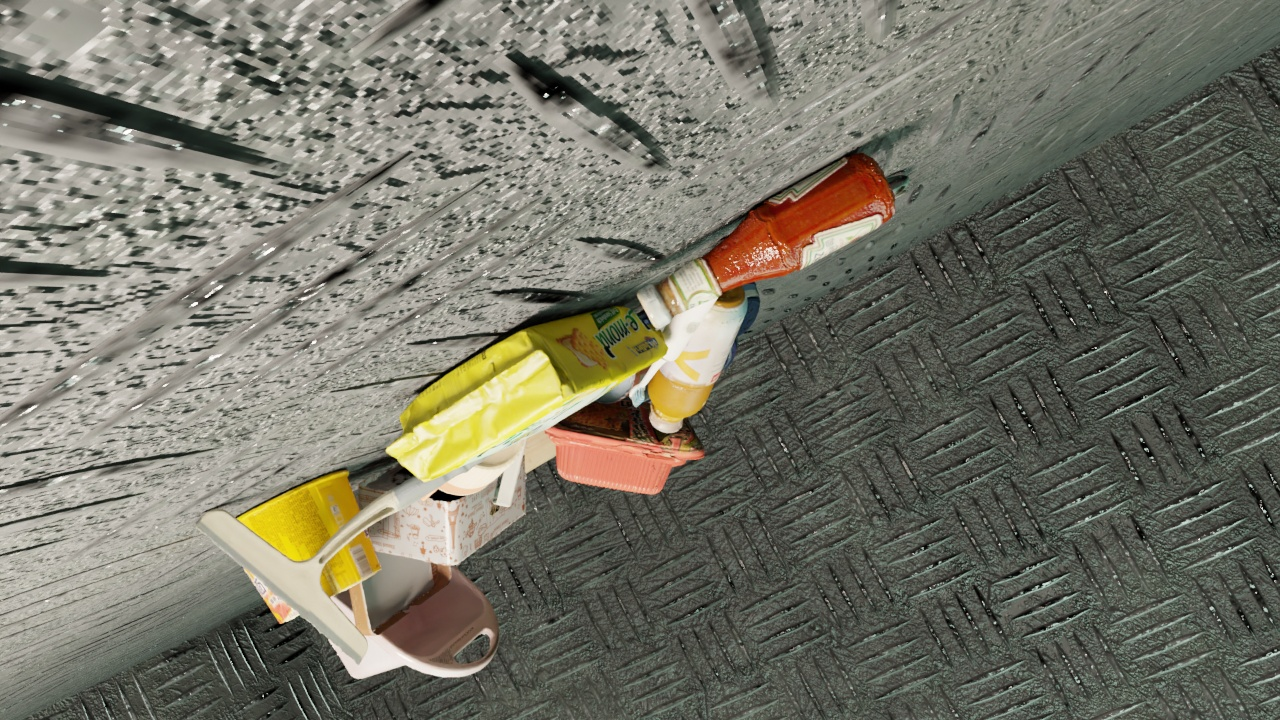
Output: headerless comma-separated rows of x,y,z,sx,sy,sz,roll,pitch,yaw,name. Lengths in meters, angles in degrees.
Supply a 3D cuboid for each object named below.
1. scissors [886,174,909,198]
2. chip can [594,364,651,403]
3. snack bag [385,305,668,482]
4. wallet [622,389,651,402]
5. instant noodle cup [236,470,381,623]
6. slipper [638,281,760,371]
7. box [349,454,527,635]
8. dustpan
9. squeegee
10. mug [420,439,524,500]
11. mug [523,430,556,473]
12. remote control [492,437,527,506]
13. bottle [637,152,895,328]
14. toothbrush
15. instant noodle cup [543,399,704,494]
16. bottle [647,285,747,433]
0.235,-0.163,1.011,0.170,0.019,0.179,-26,174,-10,scissors
-0.007,0.006,1.108,0.071,0.071,0.214,-30,176,18,chip can
-0.083,0.018,0.769,0.158,0.068,0.246,-30,176,23,snack bag
-0.019,0.030,1.225,0.120,0.097,0.019,-22,132,-39,wallet
-0.333,0.189,0.920,0.138,0.110,0.138,-28,177,-2,instant noodle cup
0.073,-0.032,1.045,0.105,0.095,0.252,-28,173,33,slipper
-0.239,0.217,1.080,0.157,0.193,0.182,4,-167,21,box
-0.302,0.281,1.169,0.139,0.273,0.222,-26,-178,20,dustpan
-0.230,0.136,0.850,0.246,0.247,0.039,-37,-137,-11,squeegee
-0.181,0.096,0.935,0.114,0.081,0.106,-42,-178,-32,mug
-0.196,0.128,1.378,0.103,0.084,0.125,-28,-160,-27,mug
-0.139,0.094,1.013,0.019,0.135,0.056,14,172,-11,remote control
0.094,-0.087,0.708,0.206,0.060,0.060,-29,176,3,bottle
0.035,-0.026,0.847,0.026,0.026,0.222,7,140,-24,toothbrush
-0.033,0.090,1.036,0.188,0.079,0.164,12,-168,-8,instant noodle cup
0.050,-0.003,0.920,0.067,0.068,0.190,-25,147,-39,bottle
